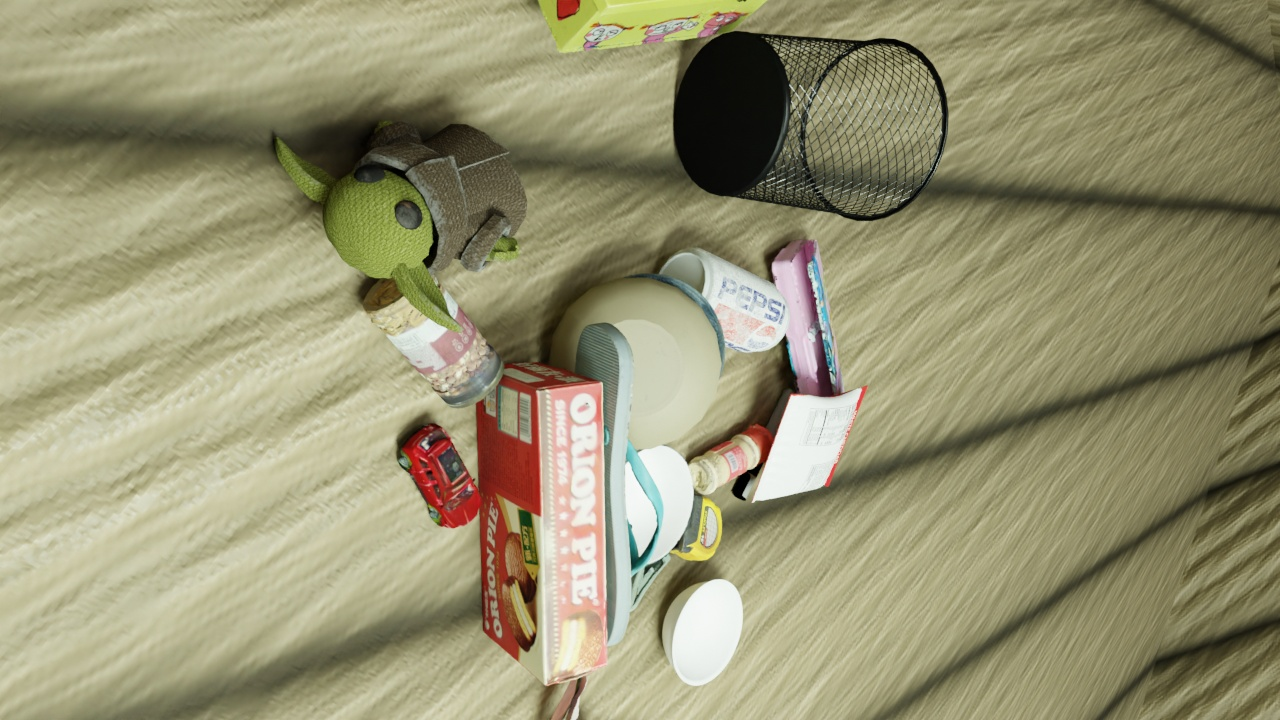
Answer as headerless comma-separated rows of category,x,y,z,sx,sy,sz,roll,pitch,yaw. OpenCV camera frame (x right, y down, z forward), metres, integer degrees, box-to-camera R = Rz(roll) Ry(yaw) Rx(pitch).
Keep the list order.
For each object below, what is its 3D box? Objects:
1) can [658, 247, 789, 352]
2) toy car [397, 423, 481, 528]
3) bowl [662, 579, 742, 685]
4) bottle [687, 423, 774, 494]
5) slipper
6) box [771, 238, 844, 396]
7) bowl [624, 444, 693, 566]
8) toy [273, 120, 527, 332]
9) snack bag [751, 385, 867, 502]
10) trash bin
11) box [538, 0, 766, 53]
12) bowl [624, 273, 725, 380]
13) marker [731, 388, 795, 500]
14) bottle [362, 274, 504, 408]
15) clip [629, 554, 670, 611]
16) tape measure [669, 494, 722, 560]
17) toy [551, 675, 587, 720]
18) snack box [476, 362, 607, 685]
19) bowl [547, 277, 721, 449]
can,0.082,-0.056,0.904,0.136,0.078,0.078,18,84,-45
toy car,-0.155,0.093,0.724,0.042,0.036,0.091,-42,129,-34
bowl,0.056,0.277,0.959,0.109,0.041,0.110,-9,103,-44
bottle,0.096,0.104,0.970,0.108,0.044,0.044,-22,112,-40
slipper,-0.023,0.099,0.749,0.054,0.098,0.269,-9,106,-33
box,0.203,-0.022,1.039,0.084,0.053,0.230,-46,127,-49
bowl,-0.010,0.128,0.852,0.113,0.063,0.113,-9,103,-43
toy,-0.149,-0.111,0.640,0.179,0.078,0.152,45,41,6
snack bag,0.189,0.091,1.002,0.143,0.039,0.131,-3,117,-44
trash bin,0.158,-0.230,0.889,0.209,0.184,0.184,-6,101,-39
box,0.008,-0.333,0.757,0.220,0.081,0.124,-22,87,-42
bowl,0.006,-0.011,0.836,0.137,0.057,0.137,0,95,-1
marker,0.141,0.093,1.031,0.016,0.016,0.140,45,65,-39
bottle,-0.154,-0.018,0.690,0.056,0.056,0.105,-53,129,-25
clip,-0.002,0.214,0.905,0.059,0.023,0.076,49,61,-37
tape measure,0.053,0.171,0.938,0.064,0.037,0.065,24,62,-44
toy,-0.042,0.383,0.863,0.106,0.131,0.205,-27,140,3
snack box,-0.081,0.125,0.740,0.060,0.113,0.236,-6,101,-34
bowl,-0.005,0.005,0.782,0.152,0.050,0.152,0,95,-1
